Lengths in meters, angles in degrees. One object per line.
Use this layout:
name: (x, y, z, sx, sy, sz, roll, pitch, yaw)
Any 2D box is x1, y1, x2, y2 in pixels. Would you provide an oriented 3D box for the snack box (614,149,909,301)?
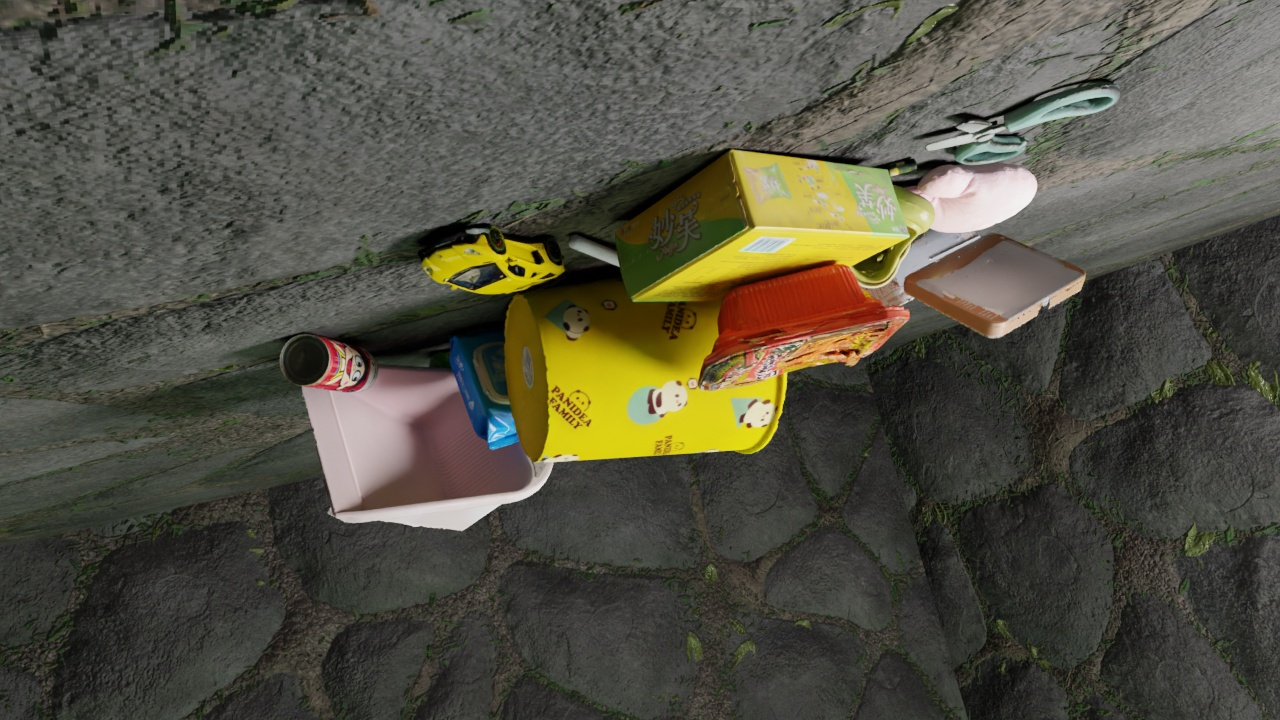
snack box: (0.106, -0.110, 0.803, 0.209, 0.070, 0.158, -5, 165, -40)

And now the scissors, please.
scissors: (0.325, -0.202, 0.822, 0.172, 0.019, 0.179, -16, 174, -2)

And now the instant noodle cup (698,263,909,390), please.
instant noodle cup: (0.141, -0.030, 0.850, 0.189, 0.079, 0.164, -12, 169, -3)

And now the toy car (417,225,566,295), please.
toy car: (-0.122, -0.080, 0.768, 0.071, 0.041, 0.155, -18, 171, 24)

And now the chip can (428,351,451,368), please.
chip can: (-0.172, 0.007, 1.235, 0.220, 0.072, 0.073, -12, 173, -25)

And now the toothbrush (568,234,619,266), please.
toothbrush: (-0.022, -0.102, 0.891, 0.029, 0.021, 0.189, 17, -175, 23)

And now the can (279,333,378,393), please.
can: (-0.326, 0.005, 0.971, 0.053, 0.053, 0.133, -15, 173, 4)

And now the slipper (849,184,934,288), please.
slipper: (0.222, -0.117, 0.922, 0.091, 0.081, 0.191, 22, 169, -5)

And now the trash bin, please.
trash bin: (-0.006, 0.006, 1.019, 0.255, 0.229, 0.230, -6, 171, -20)

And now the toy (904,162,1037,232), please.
toy: (0.327, -0.169, 0.942, 0.159, 0.054, 0.122, 1, 162, -36)

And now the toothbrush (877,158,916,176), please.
toothbrush: (0.167, -0.157, 0.858, 0.186, 0.012, 0.017, -15, 157, 3)

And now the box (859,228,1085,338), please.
box: (0.366, -0.104, 1.107, 0.178, 0.124, 0.274, -25, -160, -28)

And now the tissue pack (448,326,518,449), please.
tissue pack: (-0.165, 0.028, 1.094, 0.094, 0.157, 0.052, -11, 155, -30)

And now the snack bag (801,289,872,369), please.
snack bag: (0.167, -0.059, 1.035, 0.128, 0.073, 0.208, -48, -152, -1)

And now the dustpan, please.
dustpan: (-0.235, 0.079, 1.060, 0.139, 0.222, 0.273, -38, 147, 13)
